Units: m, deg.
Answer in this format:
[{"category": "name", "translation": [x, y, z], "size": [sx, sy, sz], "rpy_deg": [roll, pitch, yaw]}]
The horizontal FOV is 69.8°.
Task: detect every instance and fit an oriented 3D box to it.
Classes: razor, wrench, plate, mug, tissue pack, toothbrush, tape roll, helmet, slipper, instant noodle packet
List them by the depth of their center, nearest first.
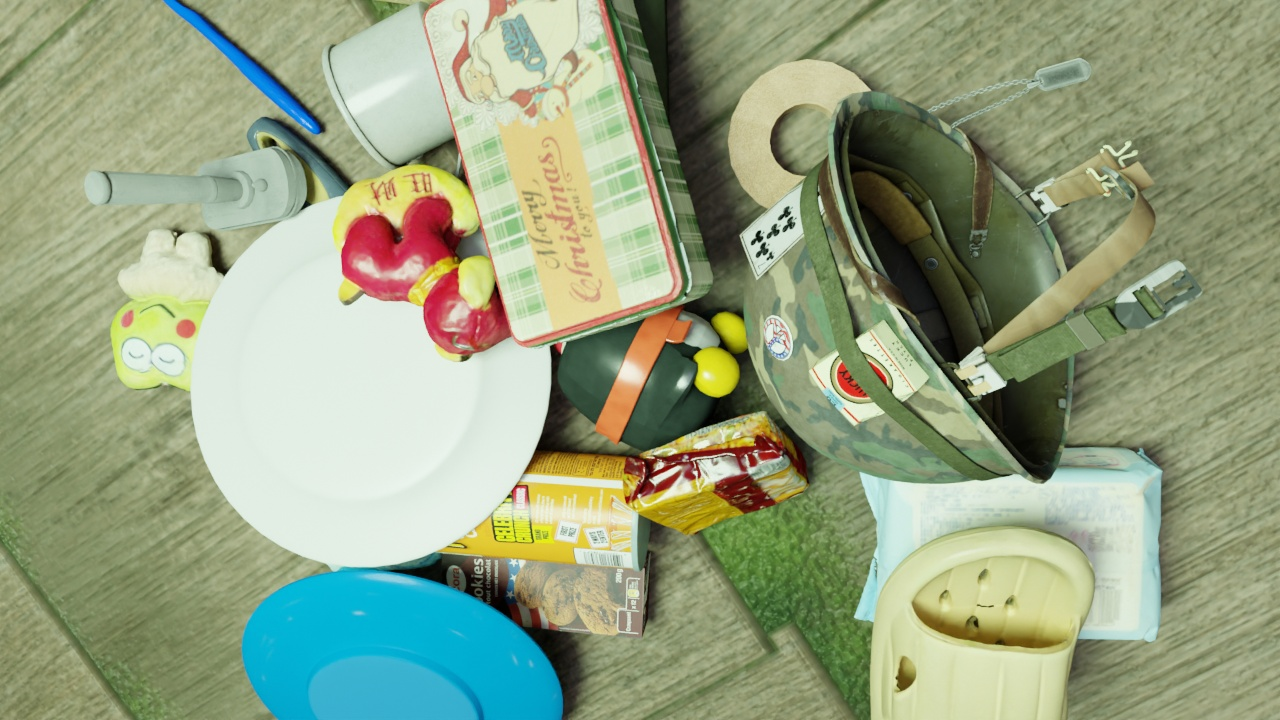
[{"category": "helmet", "translation": [0.163, -0.038, 0.481], "size": [0.237, 0.192, 0.224], "rpy_deg": [-8, 119, 39]}, {"category": "slipper", "translation": [0.189, 0.204, 0.537], "size": [0.111, 0.079, 0.262], "rpy_deg": [5, 129, 9]}, {"category": "instant noodle packet", "translation": [0.050, 0.072, 0.562], "size": [0.099, 0.135, 0.039], "rpy_deg": [-25, 68, 10]}, {"category": "tape roll", "translation": [0.102, -0.135, 0.568], "size": [0.094, 0.027, 0.094], "rpy_deg": [1, 100, 8]}, {"category": "tissue pack", "translation": [0.225, 0.111, 0.572], "size": [0.182, 0.070, 0.112], "rpy_deg": [-1, 100, 11]}, {"category": "razor", "translation": [-0.285, -0.107, 0.573], "size": [0.088, 0.116, 0.047], "rpy_deg": [-3, 97, 30]}, {"category": "mug", "translation": [-0.139, -0.160, 0.579], "size": [0.070, 0.084, 0.113], "rpy_deg": [-24, 124, 9]}, {"category": "plate", "translation": [-0.177, 0.009, 0.584], "size": [0.242, 0.016, 0.242], "rpy_deg": [-1, 84, 7]}, {"category": "toothbrush", "translation": [-0.281, -0.217, 0.617], "size": [0.182, 0.016, 0.018], "rpy_deg": [43, 97, 0]}, {"category": "wrench", "translation": [-0.165, -0.061, 0.623], "size": [0.073, 0.022, 0.273], "rpy_deg": [-43, 92, 15]}, {"category": "plate", "translation": [-0.166, 0.231, 0.627], "size": [0.224, 0.024, 0.225], "rpy_deg": [3, 124, 5]}]

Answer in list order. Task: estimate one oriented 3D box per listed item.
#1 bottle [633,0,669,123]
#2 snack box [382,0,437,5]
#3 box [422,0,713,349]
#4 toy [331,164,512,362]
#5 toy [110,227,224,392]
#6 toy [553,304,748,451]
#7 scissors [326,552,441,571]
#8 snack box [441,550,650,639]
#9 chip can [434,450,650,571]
[{"category": "bottle", "translation": [-0.020, -0.212, 0.551], "size": [0.071, 0.071, 0.207], "rpy_deg": [0, 100, 8]}, {"category": "snack box", "translation": [-0.159, -0.322, 0.547], "size": [0.145, 0.080, 0.195], "rpy_deg": [9, 101, 6]}, {"category": "box", "translation": [-0.041, -0.117, 0.505], "size": [0.118, 0.050, 0.205], "rpy_deg": [-15, 90, 31]}, {"category": "toy", "translation": [-0.131, -0.059, 0.546], "size": [0.105, 0.067, 0.137], "rpy_deg": [-32, 73, -21]}, {"category": "toy", "translation": [-0.326, -0.034, 0.641], "size": [0.092, 0.046, 0.115], "rpy_deg": [5, 92, 10]}, {"category": "toy", "translation": [-0.003, 0.003, 0.573], "size": [0.119, 0.097, 0.100], "rpy_deg": [26, 118, 3]}, {"category": "scissors", "translation": [-0.201, 0.171, 0.674], "size": [0.134, 0.012, 0.134], "rpy_deg": [-12, 99, 8]}, {"category": "snack box", "translation": [-0.066, 0.157, 0.640], "size": [0.141, 0.031, 0.051], "rpy_deg": [4, 100, 8]}, {"category": "chip can", "translation": [-0.103, 0.094, 0.613], "size": [0.215, 0.075, 0.075], "rpy_deg": [3, 100, 8]}]
